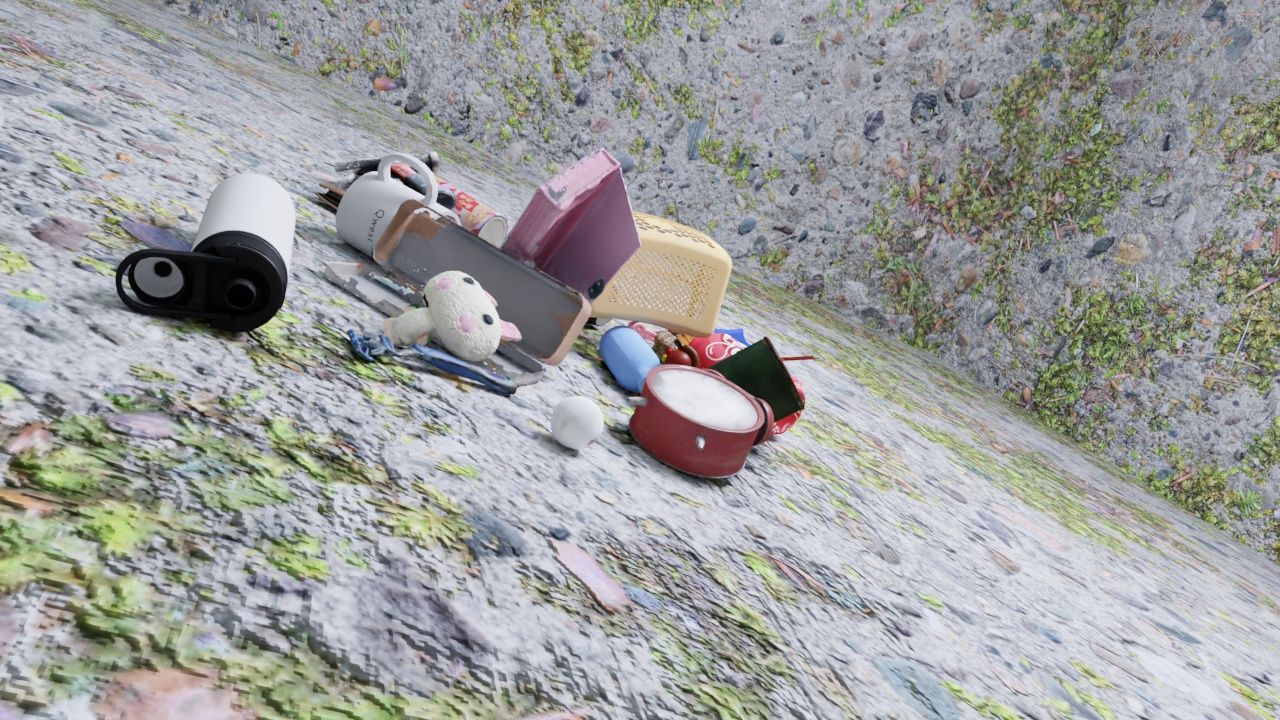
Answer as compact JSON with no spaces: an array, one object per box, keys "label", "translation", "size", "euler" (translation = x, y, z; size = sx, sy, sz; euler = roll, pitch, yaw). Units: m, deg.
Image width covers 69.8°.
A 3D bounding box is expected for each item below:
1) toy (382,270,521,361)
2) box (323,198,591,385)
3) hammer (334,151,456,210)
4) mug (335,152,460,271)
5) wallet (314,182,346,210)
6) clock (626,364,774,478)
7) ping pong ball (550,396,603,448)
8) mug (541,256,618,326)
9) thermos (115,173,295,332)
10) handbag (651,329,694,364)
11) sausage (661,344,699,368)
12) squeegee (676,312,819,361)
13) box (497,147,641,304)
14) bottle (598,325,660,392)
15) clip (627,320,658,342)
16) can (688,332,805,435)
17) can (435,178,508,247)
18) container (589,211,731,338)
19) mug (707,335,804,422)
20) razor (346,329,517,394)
[{"label":"toy","translation":[-0.150,-0.036,0.754],"size":[0.112,0.050,0.087],"euler":[-2,52,-40]},{"label":"box","translation":[-0.165,-0.065,0.834],"size":[0.217,0.114,0.096],"euler":[30,-8,14]},{"label":"hammer","translation":[-0.287,-0.218,1.127],"size":[0.140,0.036,0.326],"euler":[-12,22,-20]},{"label":"mug","translation":[-0.246,-0.154,0.950],"size":[0.096,0.120,0.082],"euler":[30,30,15]},{"label":"wallet","translation":[-0.322,-0.176,1.116],"size":[0.121,0.027,0.098],"euler":[28,7,13]},{"label":"clock","translation":[0.059,0.054,0.826],"size":[0.110,0.062,0.156],"euler":[33,27,27]},{"label":"ping pong ball","translation":[-0.048,0.047,0.698],"size":[0.040,0.040,0.040],"euler":[25,12,-6]},{"label":"mug","translation":[-0.066,-0.082,1.158],"size":[0.088,0.087,0.114],"euler":[49,-12,21]},{"label":"thermos","translation":[-0.309,-0.086,0.674],"size":[0.101,0.069,0.230],"euler":[7,20,-22]},{"label":"handbag","translation":[0.104,0.018,1.157],"size":[0.196,0.043,0.093],"euler":[33,15,14]},{"label":"sausage","translation":[0.042,0.010,0.960],"size":[0.040,0.040,0.155],"euler":[27,-4,5]},{"label":"squeegee","translation":[0.129,-0.023,1.339],"size":[0.185,0.055,0.249],"euler":[24,-5,-9]},{"label":"box","translation":[-0.074,-0.098,0.914],"size":[0.099,0.233,0.107],"euler":[-39,90,-33]},{"label":"bottle","translation":[-0.006,0.006,0.947],"size":[0.048,0.048,0.131],"euler":[21,13,-23]},{"label":"clip","translation":[0.008,-0.038,1.228],"size":[0.060,0.023,0.044],"euler":[25,7,-13]},{"label":"can","translation":[0.117,0.025,1.056],"size":[0.142,0.074,0.074],"euler":[36,15,37]},{"label":"can","translation":[-0.244,-0.193,1.244],"size":[0.124,0.067,0.066],"euler":[32,13,23]},{"label":"container","translation":[-0.006,-0.104,1.057],"size":[0.183,0.129,0.167],"euler":[9,13,-24]},{"label":"mug","translation":[0.111,0.024,0.959],"size":[0.085,0.081,0.111],"euler":[60,5,-30]},{"label":"razor","translation":[-0.158,0.001,0.719],"size":[0.140,0.018,0.044],"euler":[18,14,-32]}]
